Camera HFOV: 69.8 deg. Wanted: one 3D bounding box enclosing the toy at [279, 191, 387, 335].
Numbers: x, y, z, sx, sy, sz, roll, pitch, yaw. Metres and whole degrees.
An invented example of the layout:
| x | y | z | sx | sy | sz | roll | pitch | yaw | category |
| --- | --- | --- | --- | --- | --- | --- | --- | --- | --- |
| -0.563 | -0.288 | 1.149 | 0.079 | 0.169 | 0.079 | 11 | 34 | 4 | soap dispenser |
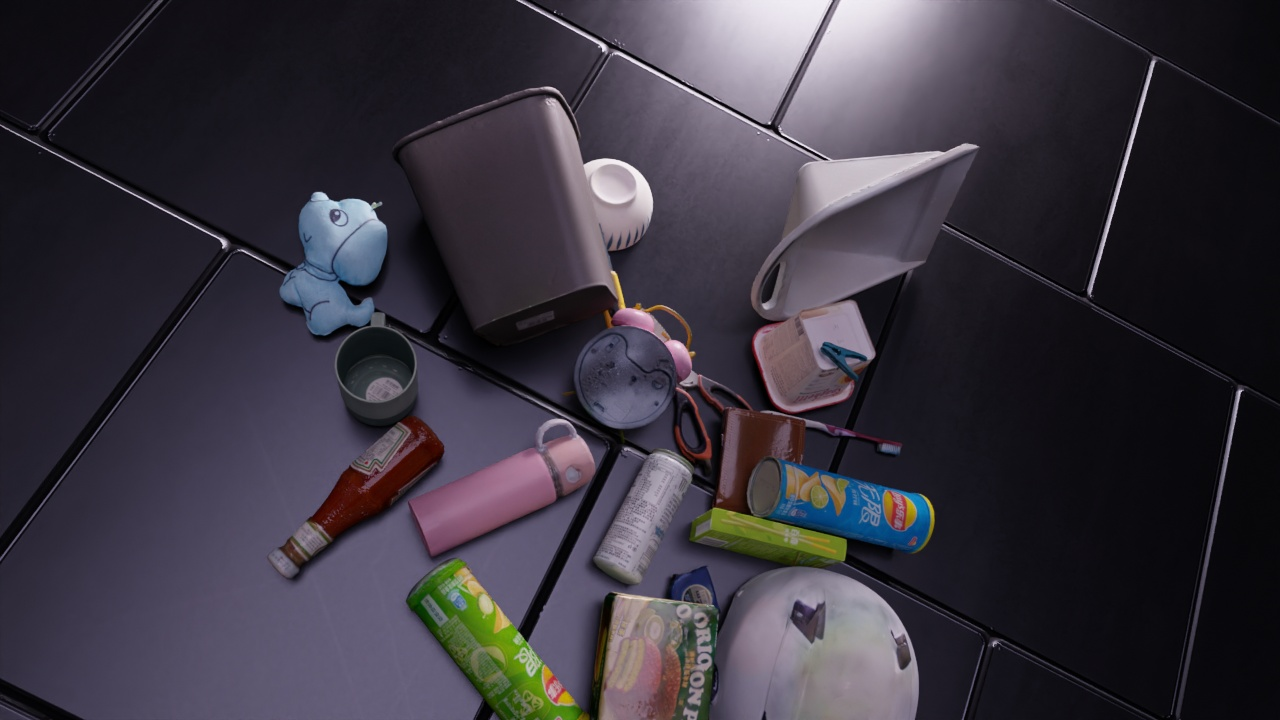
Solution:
| x | y | z | sx | sy | sz | roll | pitch | yaw | category |
| --- | --- | --- | --- | --- | --- | --- | --- | --- | --- |
| -0.345 | -0.117 | 1.050 | 0.156 | 0.050 | 0.161 | -41 | 85 | -18 | toy |

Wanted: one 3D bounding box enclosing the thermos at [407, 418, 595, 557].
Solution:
| x | y | z | sx | sy | sz | roll | pitch | yaw | category |
| --- | --- | --- | --- | --- | --- | --- | --- | --- | --- |
| -0.149 | 0.133 | 0.988 | 0.198 | 0.067 | 0.087 | -23 | 113 | -18 | thermos |

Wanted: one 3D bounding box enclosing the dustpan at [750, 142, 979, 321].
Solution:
| x | y | z | sx | sy | sz | roll | pitch | yaw | category |
| --- | --- | --- | --- | --- | --- | --- | --- | --- | --- |
| 0.259 | -0.134 | 1.109 | 0.258 | 0.223 | 0.142 | 1 | 58 | -1 | dustpan |

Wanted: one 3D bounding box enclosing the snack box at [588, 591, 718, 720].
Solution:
| x | y | z | sx | sy | sz | roll | pitch | yaw | category |
| --- | --- | --- | --- | --- | --- | --- | --- | --- | --- |
| 0.007 | 0.364 | 0.935 | 0.114 | 0.063 | 0.239 | 9 | 75 | -10 | snack box |

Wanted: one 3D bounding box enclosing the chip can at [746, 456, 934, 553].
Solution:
| x | y | z | sx | sy | sz | roll | pitch | yaw | category |
| --- | --- | --- | --- | --- | --- | --- | --- | --- | --- |
| 0.228 | 0.165 | 1.043 | 0.210 | 0.071 | 0.071 | 17 | 67 | -21 | chip can |

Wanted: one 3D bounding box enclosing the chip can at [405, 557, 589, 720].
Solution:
| x | y | z | sx | sy | sz | roll | pitch | yaw | category |
| --- | --- | --- | --- | --- | --- | --- | --- | --- | --- |
| -0.146 | 0.302 | 0.931 | 0.072 | 0.073 | 0.221 | -38 | 83 | -22 | chip can |

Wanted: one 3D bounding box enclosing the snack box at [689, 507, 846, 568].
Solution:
| x | y | z | sx | sy | sz | roll | pitch | yaw | category |
| --- | --- | --- | --- | --- | --- | --- | --- | --- | --- |
| 0.141 | 0.201 | 1.026 | 0.156 | 0.086 | 0.026 | 15 | 68 | -7 | snack box |

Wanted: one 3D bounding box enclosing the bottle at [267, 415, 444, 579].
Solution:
| x | y | z | sx | sy | sz | roll | pitch | yaw | category |
| --- | --- | --- | --- | --- | --- | --- | --- | --- | --- |
| -0.297 | 0.144 | 0.961 | 0.060 | 0.060 | 0.205 | 44 | 70 | 5 | bottle |

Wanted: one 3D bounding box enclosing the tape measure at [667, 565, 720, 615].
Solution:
| x | y | z | sx | sy | sz | roll | pitch | yaw | category |
| --- | --- | --- | --- | --- | --- | --- | --- | --- | --- |
| 0.057 | 0.262 | 1.017 | 0.054 | 0.025 | 0.058 | -14 | 78 | -16 | tape measure |

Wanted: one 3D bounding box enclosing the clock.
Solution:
| x | y | z | sx | sy | sz | roll | pitch | yaw | category |
| --- | --- | --- | --- | --- | --- | --- | --- | --- | --- |
| -0.006 | 0.006 | 1.057 | 0.117 | 0.060 | 0.158 | 40 | 86 | 0 | clock |

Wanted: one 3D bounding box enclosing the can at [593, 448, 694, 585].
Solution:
| x | y | z | sx | sy | sz | roll | pitch | yaw | category |
| --- | --- | --- | --- | --- | --- | --- | --- | --- | --- |
| 0.005 | 0.173 | 1.020 | 0.058 | 0.058 | 0.146 | 30 | 67 | -1 | can |

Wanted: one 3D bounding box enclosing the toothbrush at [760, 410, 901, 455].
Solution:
| x | y | z | sx | sy | sz | roll | pitch | yaw | category |
| --- | --- | --- | --- | --- | --- | --- | --- | --- | --- |
| 0.234 | 0.089 | 1.127 | 0.187 | 0.016 | 0.017 | 14 | 78 | -8 | toothbrush |

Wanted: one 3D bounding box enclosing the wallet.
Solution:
| x | y | z | sx | sy | sz | roll | pitch | yaw | category |
| --- | --- | --- | --- | --- | --- | --- | --- | --- | --- |
| 0.138 | 0.120 | 1.074 | 0.101 | 0.032 | 0.124 | 9 | 80 | -13 | wallet |

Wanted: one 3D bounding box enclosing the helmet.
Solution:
| x | y | z | sx | sy | sz | roll | pitch | yaw | category |
| --- | --- | --- | --- | --- | --- | --- | --- | --- | --- |
| 0.192 | 0.342 | 0.954 | 0.229 | 0.146 | 0.258 | 19 | 68 | -5 | helmet |

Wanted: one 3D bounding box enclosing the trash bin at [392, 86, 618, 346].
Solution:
| x | y | z | sx | sy | sz | roll | pitch | yaw | category |
| --- | --- | --- | --- | --- | --- | --- | --- | --- | --- |
| -0.137 | -0.148 | 1.025 | 0.199 | 0.199 | 0.219 | -19 | 83 | 4 | trash bin |

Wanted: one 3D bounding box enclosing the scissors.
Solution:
| x | y | z | sx | sy | sz | roll | pitch | yaw | category |
| --- | --- | --- | --- | --- | --- | --- | --- | --- | --- |
| 0.055 | 0.037 | 1.103 | 0.197 | 0.015 | 0.213 | 11 | 69 | -9 | scissors |

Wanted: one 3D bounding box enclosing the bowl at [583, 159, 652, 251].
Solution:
| x | y | z | sx | sy | sz | roll | pitch | yaw | category |
| --- | --- | --- | --- | --- | --- | --- | --- | --- | --- |
| -0.038 | -0.202 | 1.141 | 0.116 | 0.066 | 0.116 | 4 | 69 | -11 | bowl |

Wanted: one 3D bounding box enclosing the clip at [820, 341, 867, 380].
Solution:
| x | y | z | sx | sy | sz | roll | pitch | yaw | category |
| --- | --- | --- | --- | --- | --- | --- | --- | --- | --- |
| 0.225 | -0.003 | 1.023 | 0.055 | 0.013 | 0.034 | 35 | 67 | -3 | clip |

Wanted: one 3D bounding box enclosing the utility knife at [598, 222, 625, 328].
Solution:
| x | y | z | sx | sy | sz | roll | pitch | yaw | category |
| --- | --- | --- | --- | --- | --- | --- | --- | --- | --- |
| -0.036 | -0.068 | 1.098 | 0.033 | 0.015 | 0.218 | -13 | 85 | -5 | utility knife |

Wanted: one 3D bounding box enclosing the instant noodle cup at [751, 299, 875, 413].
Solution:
| x | y | z | sx | sy | sz | roll | pitch | yaw | category |
| --- | --- | --- | --- | --- | --- | --- | --- | --- | --- |
| 0.210 | -0.009 | 1.097 | 0.116 | 0.124 | 0.116 | -12 | 74 | -17 | instant noodle cup |

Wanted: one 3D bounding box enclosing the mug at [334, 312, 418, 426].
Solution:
| x | y | z | sx | sy | sz | roll | pitch | yaw | category |
| --- | --- | --- | --- | --- | --- | --- | --- | --- | --- |
| -0.282 | 0.008 | 0.987 | 0.082 | 0.106 | 0.111 | -1 | 71 | -13 | mug |
